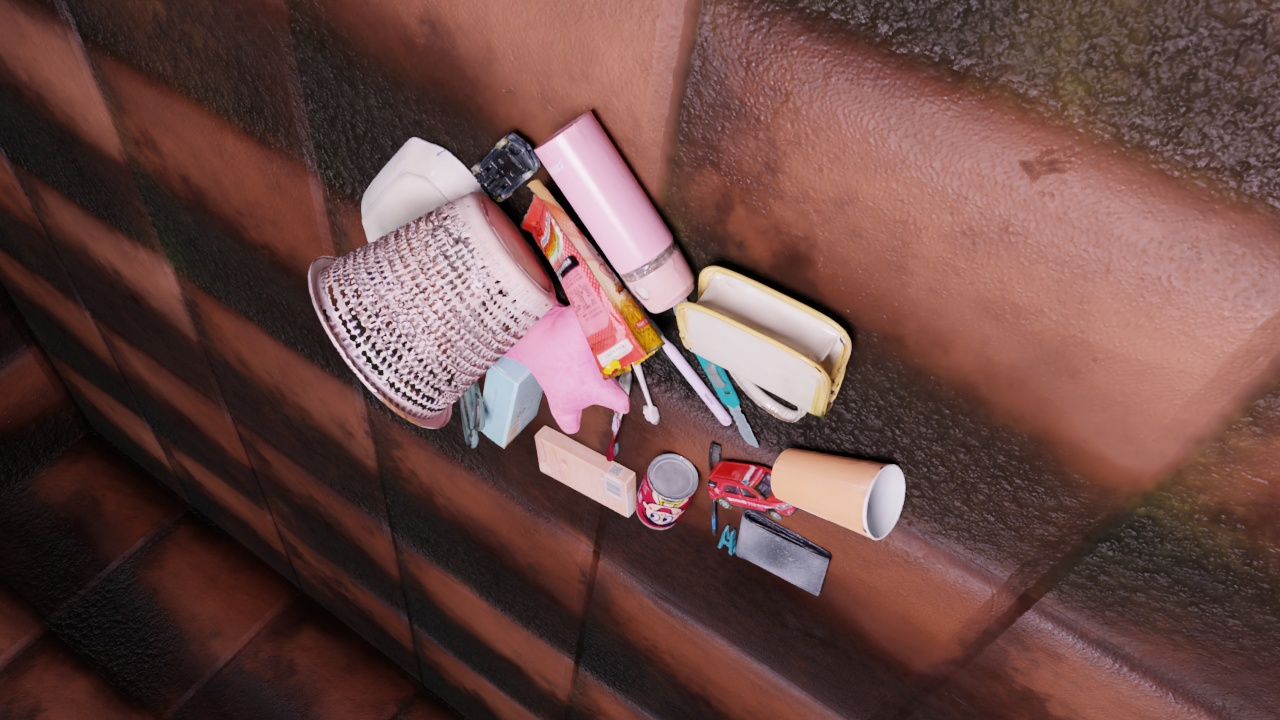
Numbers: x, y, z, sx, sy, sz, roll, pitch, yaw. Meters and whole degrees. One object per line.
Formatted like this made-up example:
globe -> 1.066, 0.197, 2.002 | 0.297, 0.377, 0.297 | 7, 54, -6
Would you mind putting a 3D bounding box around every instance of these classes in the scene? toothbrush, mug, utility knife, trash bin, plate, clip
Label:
toothbrush -> -0.026, 0.072, 1.165 | 0.016, 0.017, 0.188 | 33, 142, 17
toothbrush -> 0.044, 0.001, 1.016 | 0.189, 0.029, 0.021 | 51, -175, -15
mug -> 0.202, 0.133, 0.960 | 0.123, 0.078, 0.078 | 12, 136, 43
utility knife -> 0.083, 0.016, 0.997 | 0.029, 0.013, 0.209 | -2, 126, 46
trash bin -> -0.209, -0.070, 0.997 | 0.227, 0.192, 0.227 | 54, -172, -12
plate -> -0.270, -0.167, 1.125 | 0.162, 0.034, 0.266 | 51, 144, -13
toothbrush -> -0.006, 0.006, 1.073 | 0.016, 0.016, 0.180 | 19, 140, 39
toothbrush -> 0.094, 0.165, 1.149 | 0.016, 0.014, 0.190 | 4, 136, 10
clip -> 0.115, 0.234, 1.203 | 0.048, 0.014, 0.057 | 30, 143, 20

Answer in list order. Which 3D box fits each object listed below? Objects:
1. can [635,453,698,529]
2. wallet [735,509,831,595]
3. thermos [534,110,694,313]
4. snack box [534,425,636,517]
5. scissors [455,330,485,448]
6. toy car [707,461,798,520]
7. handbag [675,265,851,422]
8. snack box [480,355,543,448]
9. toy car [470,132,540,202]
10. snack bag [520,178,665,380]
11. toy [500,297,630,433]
can -> 0.031, 0.169, 1.167 | 0.066, 0.066, 0.094 | 34, 145, 11
wallet -> 0.177, 0.242, 1.149 | 0.121, 0.019, 0.097 | 26, 144, 20
thermos -> -0.025, -0.138, 0.893 | 0.087, 0.067, 0.198 | -4, 126, 56
snack box -> -0.077, 0.157, 1.294 | 0.157, 0.026, 0.085 | 25, 142, 23
scissors -> -0.240, 0.043, 1.258 | 0.170, 0.019, 0.177 | 105, 150, -48
toy car -> 0.131, 0.147, 1.057 | 0.121, 0.052, 0.045 | 7, 135, 39
handbag -> 0.122, -0.005, 0.911 | 0.163, 0.063, 0.179 | 28, 158, 19
snack box -> -0.167, 0.040, 1.215 | 0.051, 0.074, 0.175 | 35, 145, 9
toy car -> -0.139, -0.203, 0.961 | 0.049, 0.031, 0.106 | 48, 148, -14
snack bag -> -0.060, -0.082, 0.959 | 0.208, 0.073, 0.129 | 57, 166, 4
toy -> -0.079, -0.008, 1.066 | 0.194, 0.074, 0.179 | 49, 128, 15
